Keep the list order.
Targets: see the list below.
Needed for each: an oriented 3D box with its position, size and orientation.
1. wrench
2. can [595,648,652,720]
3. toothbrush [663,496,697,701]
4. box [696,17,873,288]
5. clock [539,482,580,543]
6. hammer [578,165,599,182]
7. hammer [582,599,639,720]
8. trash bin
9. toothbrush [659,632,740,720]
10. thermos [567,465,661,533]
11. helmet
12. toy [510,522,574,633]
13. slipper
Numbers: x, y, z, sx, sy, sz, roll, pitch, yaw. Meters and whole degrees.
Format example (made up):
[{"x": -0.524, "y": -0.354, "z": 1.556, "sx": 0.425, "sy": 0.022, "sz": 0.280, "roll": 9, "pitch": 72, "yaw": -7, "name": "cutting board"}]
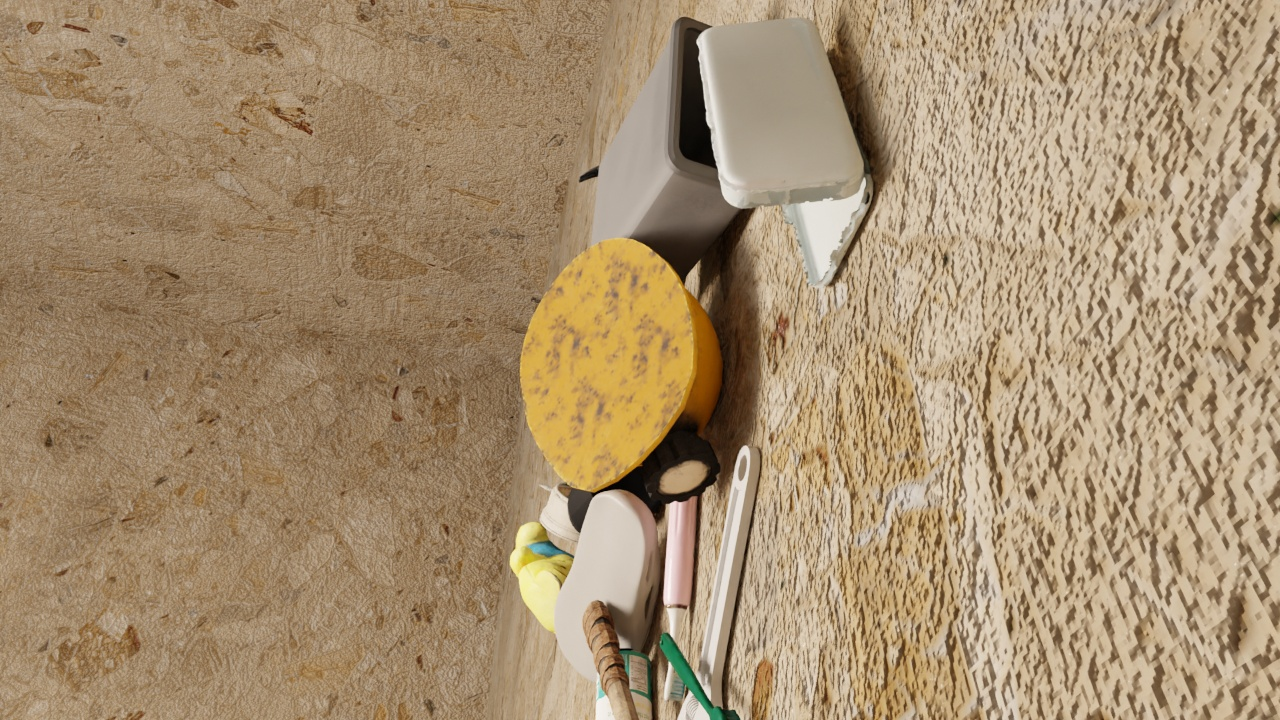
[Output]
[{"x": 0.063, "y": 0.202, "z": 0.704, "sx": 0.087, "sy": 0.018, "sz": 0.273, "roll": -169, "pitch": 90, "yaw": -80, "name": "wrench"}, {"x": -0.016, "y": 0.337, "z": 0.896, "sx": 0.101, "sy": 0.055, "sz": 0.055, "roll": -91, "pitch": 15, "yaw": -44, "name": "can"}, {"x": 0.036, "y": 0.192, "z": 0.833, "sx": 0.027, "sy": 0.026, "sz": 0.222, "roll": 90, "pitch": -176, "yaw": -68, "name": "toothbrush"}, {"x": 0.104, "y": -0.142, "z": 0.666, "sx": 0.127, "sy": 0.106, "sz": 0.214, "roll": 76, "pitch": -170, "yaw": -47, "name": "box"}, {"x": -0.065, "y": 0.206, "z": 1.207, "sx": 0.157, "sy": 0.103, "sz": 0.061, "roll": 31, "pitch": 105, "yaw": 52, "name": "clock"}, {"x": -0.048, "y": -0.135, "z": 1.242, "sx": 0.025, "sy": 0.118, "sz": 0.332, "roll": 115, "pitch": 167, "yaw": -62, "name": "hammer"}, {"x": -0.014, "y": 0.302, "z": 0.785, "sx": 0.318, "sy": 0.049, "sz": 0.121, "roll": -129, "pitch": 44, "yaw": -70, "name": "hammer"}, {"x": 0.031, "y": -0.189, "z": 0.921, "sx": 0.220, "sy": 0.097, "sz": 0.191, "roll": 131, "pitch": 148, "yaw": -55, "name": "trash bin"}, {"x": 0.042, "y": 0.240, "z": 0.690, "sx": 0.190, "sy": 0.017, "sz": 0.016, "roll": -176, "pitch": 97, "yaw": -79, "name": "toothbrush"}, {"x": -0.036, "y": 0.161, "z": 1.073, "sx": 0.199, "sy": 0.086, "sz": 0.086, "roll": 125, "pitch": 152, "yaw": -67, "name": "thermos"}, {"x": 0.004, "y": 0.016, "z": 0.861, "sx": 0.206, "sy": 0.131, "sz": 0.255, "roll": -45, "pitch": 44, "yaw": 23, "name": "helmet"}, {"x": -0.097, "y": 0.285, "z": 1.148, "sx": 0.084, "sy": 0.149, "sz": 0.214, "roll": -57, "pitch": 18, "yaw": 1, "name": "toy"}, {"x": -0.019, "y": 0.231, "z": 0.968, "sx": 0.113, "sy": 0.080, "sz": 0.266, "roll": 34, "pitch": 130, "yaw": 29, "name": "slipper"}]
